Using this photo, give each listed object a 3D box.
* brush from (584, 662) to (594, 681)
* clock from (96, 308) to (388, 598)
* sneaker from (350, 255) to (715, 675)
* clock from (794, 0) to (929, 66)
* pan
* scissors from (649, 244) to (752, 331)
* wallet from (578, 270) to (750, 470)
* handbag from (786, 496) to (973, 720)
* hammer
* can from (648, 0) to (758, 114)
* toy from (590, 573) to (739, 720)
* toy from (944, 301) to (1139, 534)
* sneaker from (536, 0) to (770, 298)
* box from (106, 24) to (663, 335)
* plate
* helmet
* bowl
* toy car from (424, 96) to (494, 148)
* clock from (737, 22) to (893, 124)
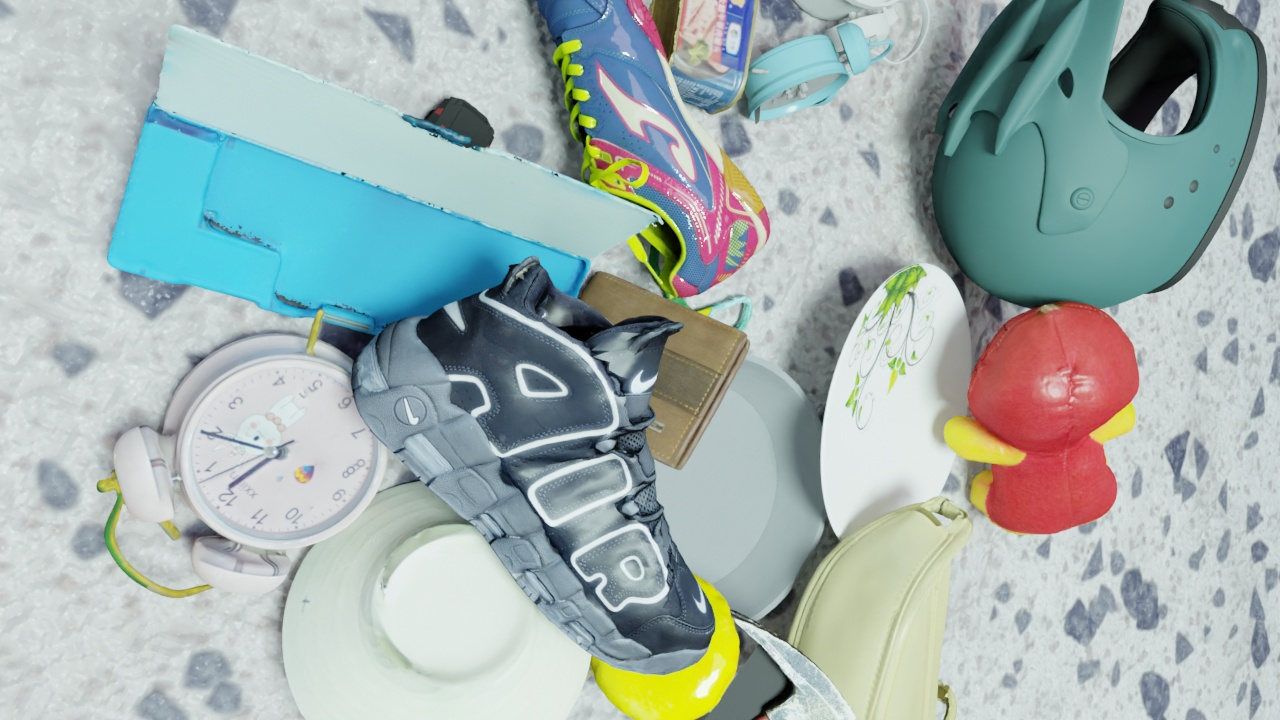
[{"bbox_3d":[-0.068,0.172,0.586,0.049,0.039,0.117,-38,106,-22],"label":"brush"},{"bbox_3d":[-0.206,0.057,0.490,0.157,0.059,0.117,-41,112,-17],"label":"clock"},{"bbox_3d":[-0.018,0.045,0.495,0.151,0.097,0.252,-40,100,17],"label":"sneaker"},{"bbox_3d":[0.167,-0.295,0.686,0.159,0.061,0.119,44,72,-22],"label":"clock"},{"bbox_3d":[0.039,0.170,0.638,0.200,0.051,0.356,5,92,-29],"label":"pan"},{"bbox_3d":[0.030,-0.033,0.649,0.130,0.011,0.125,9,92,-28],"label":"scissors"},{"bbox_3d":[-0.003,0.003,0.583,0.098,0.121,0.027,-58,157,-16],"label":"wallet"},{"bbox_3d":[0.174,0.228,0.681,0.190,0.089,0.233,-22,119,-41],"label":"handbag"},{"bbox_3d":[-0.016,0.287,0.576,0.326,0.036,0.140,-31,90,-7],"label":"hammer"},{"bbox_3d":[0.039,-0.225,0.623,0.059,0.054,0.099,11,86,-27],"label":"can"},{"bbox_3d":[0.014,0.173,0.560,0.041,0.094,0.095,63,29,-57],"label":"toy"},{"bbox_3d":[0.322,0.048,0.719,0.147,0.098,0.216,-20,130,-2],"label":"toy"},{"bbox_3d":[-0.015,-0.148,0.563,0.091,0.116,0.242,-37,99,-12],"label":"sneaker"},{"bbox_3d":[-0.133,-0.082,0.492,0.243,0.171,0.070,17,46,-27],"label":"box"},{"bbox_3d":[0.193,0.038,0.715,0.228,0.030,0.229,-14,110,-44],"label":"plate"},{"bbox_3d":[0.328,-0.173,0.697,0.200,0.176,0.275,9,111,-14],"label":"helmet"},{"bbox_3d":[-0.106,0.140,0.508,0.176,0.058,0.176,7,62,-14],"label":"bowl"},{"bbox_3d":[-0.120,-0.116,0.547,0.042,0.036,0.091,36,75,-25],"label":"toy car"},{"bbox_3d":[0.126,-0.203,0.654,0.123,0.087,0.042,-20,88,-16],"label":"clock"}]
